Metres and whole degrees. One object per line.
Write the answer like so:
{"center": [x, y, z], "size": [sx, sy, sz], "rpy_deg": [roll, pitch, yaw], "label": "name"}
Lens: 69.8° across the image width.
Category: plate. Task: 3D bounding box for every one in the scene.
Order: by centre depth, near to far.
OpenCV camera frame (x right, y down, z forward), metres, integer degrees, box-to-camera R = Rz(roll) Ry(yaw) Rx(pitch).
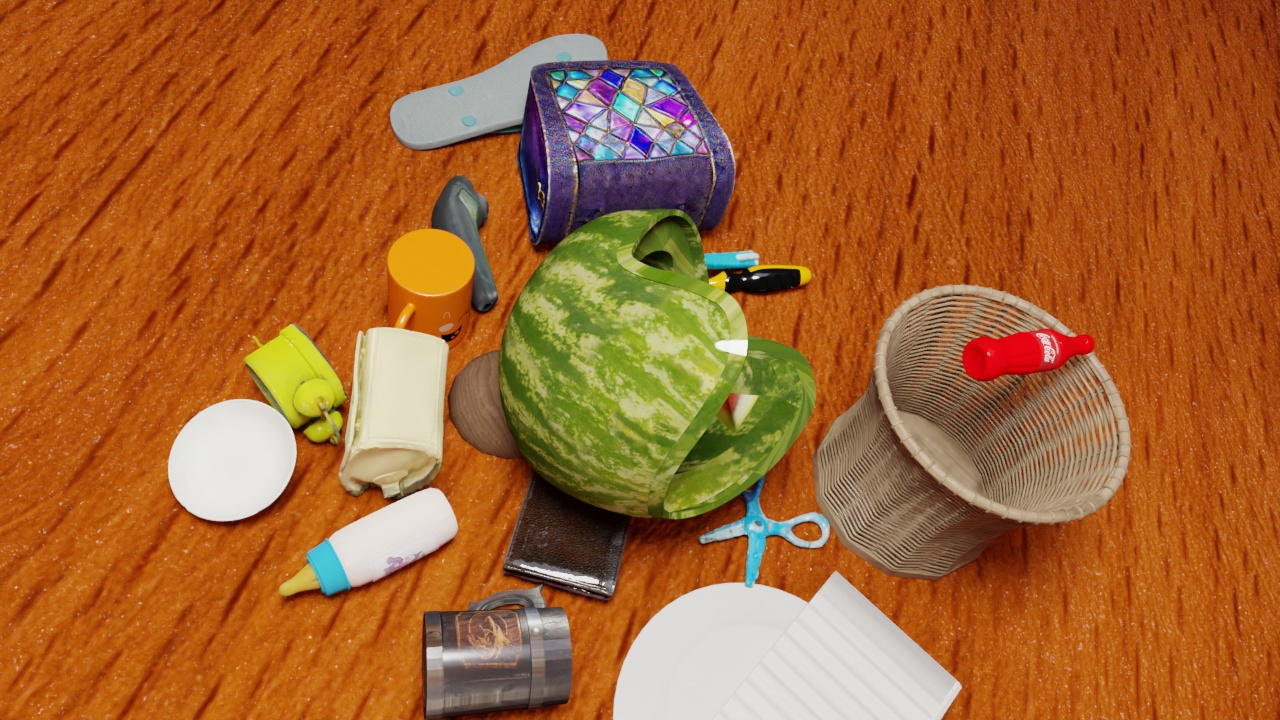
{"center": [0.098, 0.300, 0.759], "size": [0.242, 0.016, 0.242], "rpy_deg": [7, 57, -10], "label": "plate"}
{"center": [-0.339, 0.086, 0.771], "size": [0.104, 0.026, 0.104], "rpy_deg": [1, 70, -2], "label": "plate"}

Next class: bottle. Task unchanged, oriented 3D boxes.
{"center": [-0.223, 0.155, 0.749], "size": [0.146, 0.051, 0.051], "rpy_deg": [-25, 67, -27], "label": "bottle"}
{"center": [0.325, -0.007, 0.760], "size": [0.119, 0.036, 0.036], "rpy_deg": [-7, 60, -19], "label": "bottle"}

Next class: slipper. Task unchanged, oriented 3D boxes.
{"center": [-0.155, -0.297, 1.065], "size": [0.268, 0.055, 0.098], "rpy_deg": [-26, 70, -15], "label": "slipper"}

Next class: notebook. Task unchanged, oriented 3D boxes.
{"center": [0.159, 0.295, 0.762], "size": [0.142, 0.009, 0.209], "rpy_deg": [42, 58, 14], "label": "notebook"}

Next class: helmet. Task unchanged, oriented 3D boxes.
{"center": [-0.005, 0.005, 0.774], "size": [0.243, 0.213, 0.247], "rpy_deg": [-48, 59, 10], "label": "helmet"}

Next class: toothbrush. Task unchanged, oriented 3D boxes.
{"center": [0.094, -0.085, 1.000], "size": [0.196, 0.031, 0.031], "rpy_deg": [-6, 29, -13], "label": "toothbrush"}

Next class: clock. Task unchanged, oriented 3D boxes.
{"center": [-0.291, 0.023, 0.797], "size": [0.057, 0.083, 0.119], "rpy_deg": [-37, 70, -25], "label": "clock"}

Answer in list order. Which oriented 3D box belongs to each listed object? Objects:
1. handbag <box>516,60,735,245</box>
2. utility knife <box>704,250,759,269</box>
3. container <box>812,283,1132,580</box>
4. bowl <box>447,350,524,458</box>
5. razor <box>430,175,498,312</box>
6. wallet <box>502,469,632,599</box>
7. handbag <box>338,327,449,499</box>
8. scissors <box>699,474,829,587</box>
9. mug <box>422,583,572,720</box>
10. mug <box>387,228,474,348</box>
{"center": [-0.023, -0.207, 0.985], "size": [0.204, 0.126, 0.221], "rpy_deg": [-8, 58, -21], "label": "handbag"}
{"center": [0.065, -0.107, 0.978], "size": [0.180, 0.015, 0.022], "rpy_deg": [-7, 61, -42], "label": "utility knife"}
{"center": [0.281, 0.077, 0.839], "size": [0.226, 0.197, 0.226], "rpy_deg": [7, 57, -10], "label": "container"}
{"center": [-0.122, 0.034, 0.865], "size": [0.118, 0.030, 0.117], "rpy_deg": [7, 57, -10], "label": "bowl"}
{"center": [-0.173, -0.120, 0.942], "size": [0.067, 0.054, 0.151], "rpy_deg": [-11, 66, -31], "label": "razor"}
{"center": [-0.059, 0.144, 0.809], "size": [0.099, 0.031, 0.119], "rpy_deg": [16, 51, 0], "label": "wallet"}
{"center": [-0.213, 0.049, 0.783], "size": [0.081, 0.111, 0.119], "rpy_deg": [11, 57, -22], "label": "handbag"}
{"center": [0.111, 0.143, 0.862], "size": [0.134, 0.011, 0.137], "rpy_deg": [-10, 66, -21], "label": "scissors"}
{"center": [-0.117, 0.223, 0.726], "size": [0.107, 0.080, 0.115], "rpy_deg": [0, 32, -16], "label": "mug"}
{"center": [-0.205, -0.051, 0.858], "size": [0.077, 0.096, 0.112], "rpy_deg": [24, 55, 1], "label": "mug"}
